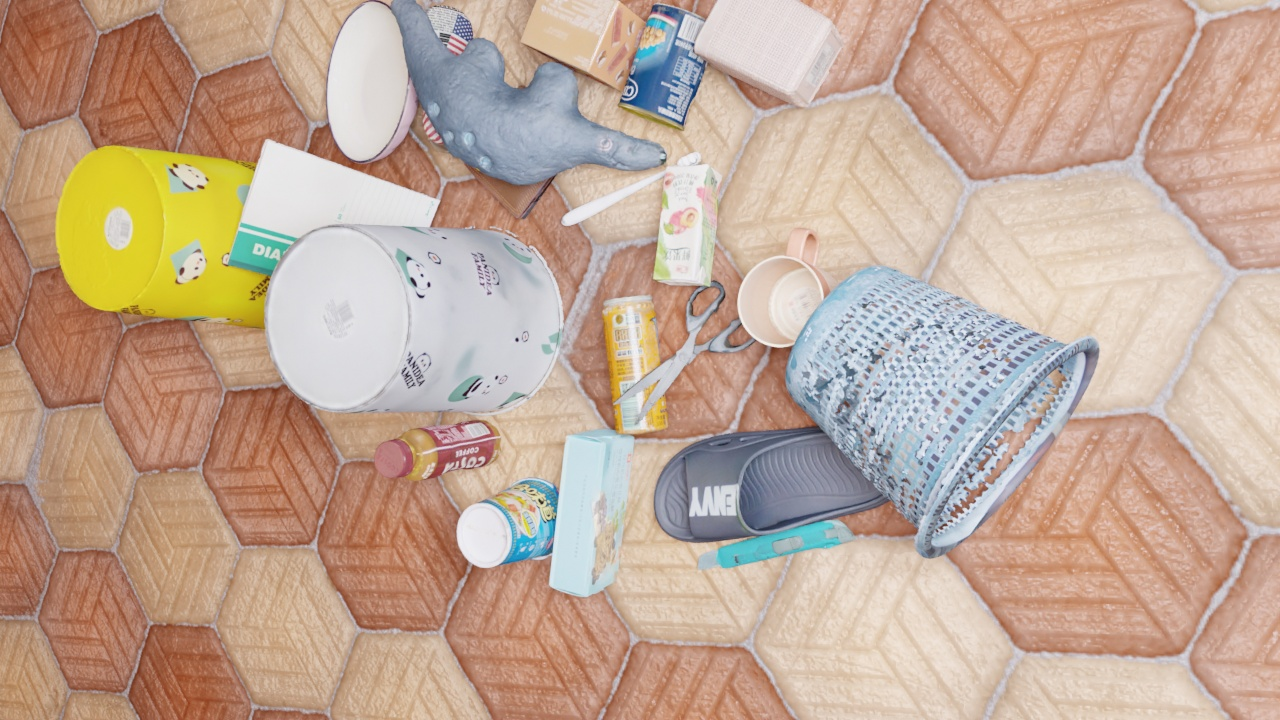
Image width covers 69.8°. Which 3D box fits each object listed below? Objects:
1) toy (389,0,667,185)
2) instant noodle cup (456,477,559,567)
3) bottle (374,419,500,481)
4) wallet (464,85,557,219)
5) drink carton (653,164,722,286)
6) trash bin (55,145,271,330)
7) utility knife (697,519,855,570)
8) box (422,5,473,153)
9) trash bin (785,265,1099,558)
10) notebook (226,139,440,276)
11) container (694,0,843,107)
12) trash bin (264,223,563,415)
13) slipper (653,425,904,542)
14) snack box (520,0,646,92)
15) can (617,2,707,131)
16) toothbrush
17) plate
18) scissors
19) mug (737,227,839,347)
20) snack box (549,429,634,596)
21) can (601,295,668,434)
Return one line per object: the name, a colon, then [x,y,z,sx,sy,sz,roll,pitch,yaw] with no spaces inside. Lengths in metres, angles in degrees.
toy: [-0.144,-0.268,0.997,0.356,0.091,0.138,29,90,7]
instant noodle cup: [-0.147,0.186,1.032,0.099,0.109,0.099,1,91,25]
bottle: [-0.226,0.101,1.030,0.057,0.174,0.057,1,91,25]
wallet: [-0.135,-0.239,1.060,0.101,0.032,0.125,45,109,14]
drink carton: [0.051,-0.139,0.962,0.054,0.045,0.122,4,86,31]
trash bin: [-0.532,-0.148,1.120,0.230,0.254,0.229,0,91,25]
utility knife: [0.137,0.195,0.955,0.175,0.013,0.029,-19,83,24]
box: [-0.226,-0.329,1.068,0.076,0.086,0.163,1,88,10]
trash bin: [0.246,0.025,0.807,0.195,0.226,0.227,41,107,32]
notebook: [-0.357,-0.153,1.080,0.012,0.209,0.150,39,110,51]
container: [0.130,-0.313,0.905,0.111,0.089,0.090,34,104,16]
trash bin: [-0.244,-0.043,0.992,0.230,0.251,0.229,1,93,24]
slipper: [0.126,0.122,0.922,0.269,0.083,0.110,-14,84,23]
snack box: [-0.056,-0.348,0.983,0.093,0.094,0.077,30,103,21]
can: [0.030,-0.305,0.956,0.075,0.075,0.111,25,101,22]
toothbrush: [-0.014,-0.187,1.011,0.180,0.016,0.016,-21,91,24]
plate: [-0.319,-0.335,1.116,0.193,0.039,0.192,2,93,43]
scissors: [0.051,-0.006,0.954,0.163,0.014,0.164,2,73,8]
mug: [0.152,-0.070,0.889,0.082,0.105,0.114,11,96,24]
snack box: [-0.053,0.165,1.007,0.052,0.074,0.175,10,95,25]
can: [-0.006,0.006,0.990,0.058,0.058,0.146,-7,88,25]
